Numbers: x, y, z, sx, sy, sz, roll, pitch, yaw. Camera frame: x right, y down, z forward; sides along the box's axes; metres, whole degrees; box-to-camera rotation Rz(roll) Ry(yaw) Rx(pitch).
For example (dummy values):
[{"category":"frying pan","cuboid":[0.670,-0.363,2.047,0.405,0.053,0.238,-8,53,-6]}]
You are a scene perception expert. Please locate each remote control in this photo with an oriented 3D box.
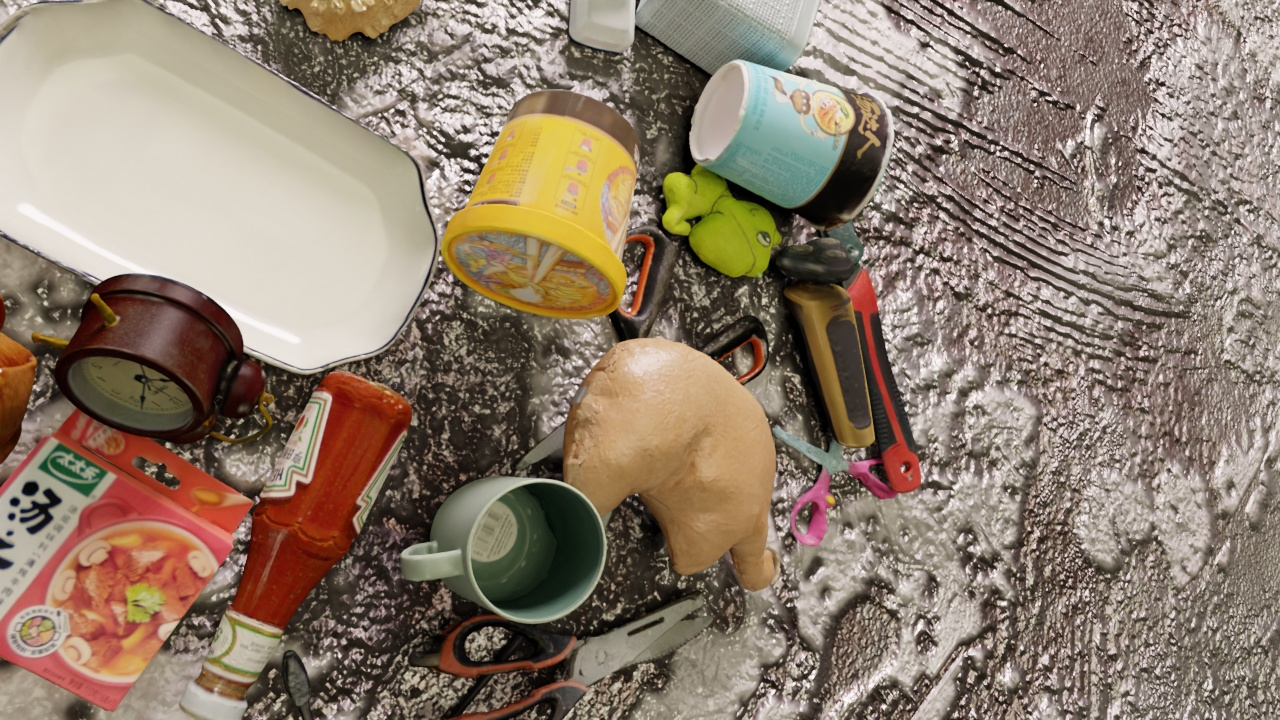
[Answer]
[{"category":"remote control","cuboid":[-0.026,-0.295,0.684,0.049,0.024,0.125,5,82,-26]}]

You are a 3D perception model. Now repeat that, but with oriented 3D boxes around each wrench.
[{"category":"wrench","cuboid":[0.191,-0.025,0.760,0.056,0.016,0.273,-8,85,-25]}]

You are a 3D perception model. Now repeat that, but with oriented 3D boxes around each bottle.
[{"category":"bottle","cuboid":[-0.202,0.107,0.535,0.059,0.060,0.205,29,73,-21]}]

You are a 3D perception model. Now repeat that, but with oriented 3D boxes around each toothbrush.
[{"category":"toothbrush","cuboid":[-0.185,0.264,0.551,0.014,0.017,0.189,-17,93,-27]},{"category":"toothbrush","cuboid":[-0.090,0.190,0.605,0.018,0.016,0.180,46,68,-5]}]

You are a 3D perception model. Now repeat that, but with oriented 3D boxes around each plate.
[{"category":"plate","cuboid":[-0.252,-0.099,0.546,0.265,0.034,0.161,28,74,-21]}]

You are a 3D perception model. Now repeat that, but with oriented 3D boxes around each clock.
[{"category":"clock","cuboid":[-0.257,0.007,0.502,0.122,0.082,0.055,46,33,-36]}]

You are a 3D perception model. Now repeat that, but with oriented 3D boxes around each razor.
[{"category":"razor","cuboid":[0.152,-0.013,0.719,0.062,0.068,0.167,-16,94,-26]}]

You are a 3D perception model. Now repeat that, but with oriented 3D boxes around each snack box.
[{"category":"snack box","cuboid":[-0.294,0.102,0.497,0.113,0.044,0.127,37,70,-18]}]

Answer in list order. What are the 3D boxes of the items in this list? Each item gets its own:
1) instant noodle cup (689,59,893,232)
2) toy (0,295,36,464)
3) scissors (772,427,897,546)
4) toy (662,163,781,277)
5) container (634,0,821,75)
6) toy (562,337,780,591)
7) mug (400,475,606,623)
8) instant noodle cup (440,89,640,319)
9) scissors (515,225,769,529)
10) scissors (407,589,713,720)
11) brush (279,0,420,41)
[{"category":"instant noodle cup","cuboid":[0.106,-0.165,0.683,0.120,0.111,0.111,14,78,-26]},{"category":"toy","cuboid":[-0.392,-0.017,0.433,0.131,0.140,0.199,-36,102,17]},{"category":"scissors","cuboid":[0.158,0.088,0.740,0.134,0.017,0.133,23,71,-19]},{"category":"toy","cuboid":[0.061,-0.104,0.702,0.096,0.031,0.100,-26,91,-29]},{"category":"container","cuboid":[0.066,-0.274,0.693,0.111,0.090,0.090,24,74,-18]},{"category":"toy","cuboid":[0.045,0.077,0.639,0.226,0.083,0.143,38,73,-28]},{"category":"mug","cuboid":[-0.092,0.115,0.560,0.111,0.106,0.082,-7,88,-27]},{"category":"instant noodle cup","cuboid":[-0.057,-0.103,0.601,0.118,0.119,0.114,23,67,-22]},{"category":"scissors","cuboid":[0.009,0.009,0.670,0.227,0.022,0.221,-1,85,-27]},{"category":"scissors","cuboid":[-0.047,0.189,0.604,0.198,0.015,0.204,37,57,-11]},{"category":"brush","cuboid":[-0.114,-0.266,0.620,0.254,0.046,0.083,-13,87,-21]}]
